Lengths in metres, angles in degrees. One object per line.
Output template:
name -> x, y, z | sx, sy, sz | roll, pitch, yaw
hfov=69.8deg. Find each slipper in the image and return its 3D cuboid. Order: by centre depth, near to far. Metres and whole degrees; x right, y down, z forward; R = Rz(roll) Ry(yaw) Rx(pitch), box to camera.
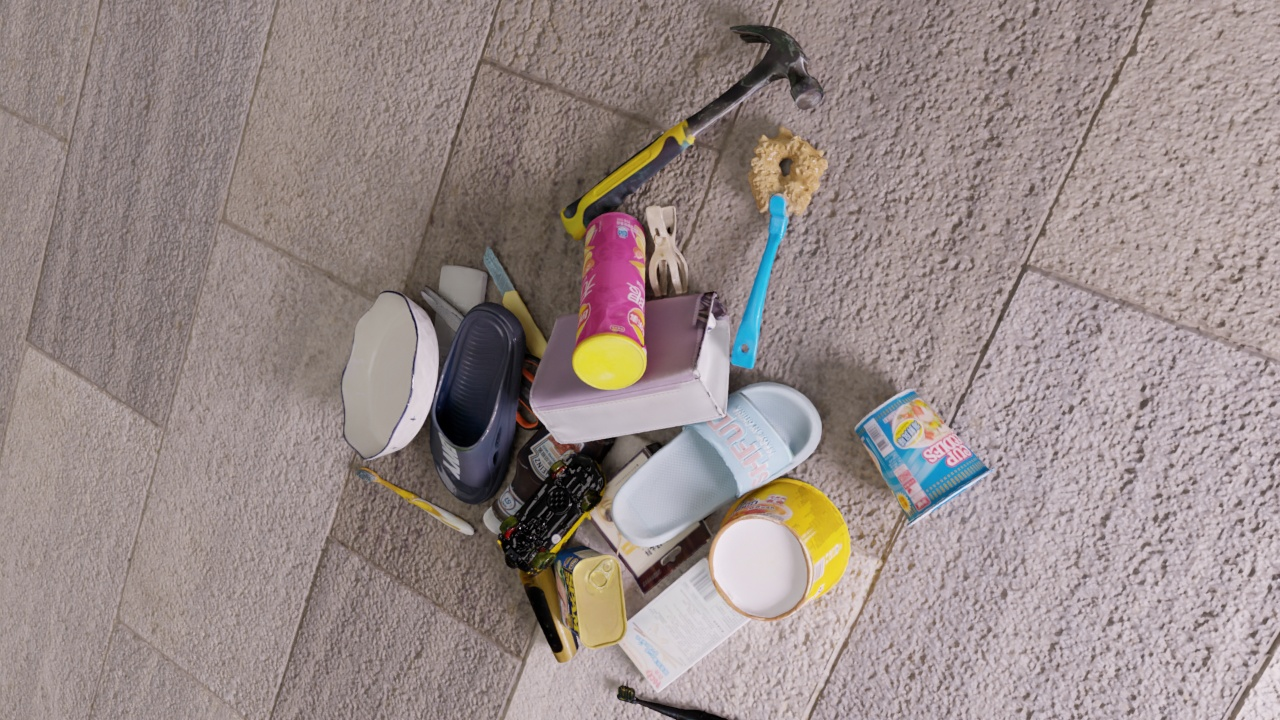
slipper -> 0.073, 0.106, 0.963 | 0.245, 0.074, 0.104 | -35, 73, 0
slipper -> -0.209, 0.060, 1.087 | 0.111, 0.083, 0.269 | 26, 117, 20

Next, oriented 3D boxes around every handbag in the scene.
handbag -> -0.006, 0.006, 0.991 | 0.197, 0.098, 0.144 | -10, 49, 23

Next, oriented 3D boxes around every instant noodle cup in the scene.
instant noodle cup -> 0.269, 0.091, 0.900 | 0.099, 0.099, 0.110 | -41, 71, 21
instant noodle cup -> 0.138, 0.201, 0.952 | 0.138, 0.109, 0.138 | 2, 96, 24

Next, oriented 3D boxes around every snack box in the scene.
snack box -> 0.011, 0.177, 1.035 | 0.113, 0.053, 0.125 | -44, 78, 20
snack box -> 0.050, 0.298, 1.043 | 0.157, 0.026, 0.084 | -45, 77, 20

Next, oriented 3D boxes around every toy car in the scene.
toy car -> -0.097, 0.173, 1.040 | 0.071, 0.041, 0.156 | 40, 95, 20

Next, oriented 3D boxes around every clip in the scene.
clip -> 0.028, -0.122, 1.013 | 0.035, 0.071, 0.100 | -7, 97, 25

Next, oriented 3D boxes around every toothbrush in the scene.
toothbrush -> 0.069, 0.410, 1.044 | 0.213, 0.026, 0.027 | 11, 111, 23
toothbrush -> -0.294, 0.182, 1.187 | 0.191, 0.018, 0.016 | 24, 105, 20

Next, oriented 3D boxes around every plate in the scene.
plate -> -0.307, 0.019, 1.123 | 0.205, 0.045, 0.204 | -17, 67, 47

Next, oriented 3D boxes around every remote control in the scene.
remote control -> -0.226, -0.042, 1.137 | 0.058, 0.021, 0.150 | 12, 100, 14

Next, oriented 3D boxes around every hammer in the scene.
hammer -> 0.038, -0.238, 0.992 | 0.324, 0.031, 0.126 | -33, 61, 27

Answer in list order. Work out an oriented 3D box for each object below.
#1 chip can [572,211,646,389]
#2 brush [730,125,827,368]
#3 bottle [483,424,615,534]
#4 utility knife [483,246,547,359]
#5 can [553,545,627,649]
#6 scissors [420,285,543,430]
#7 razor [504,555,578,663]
chip can -> -0.029, -0.068, 0.955 | 0.071, 0.210, 0.071 | 0, 133, 0
brush -> 0.133, -0.117, 0.959 | 0.083, 0.045, 0.254 | 14, 94, 20
bottle -> -0.117, 0.135, 1.094 | 0.195, 0.044, 0.080 | -46, 76, 21
utility knife -> -0.137, -0.044, 1.101 | 0.031, 0.022, 0.210 | -33, 88, 21
can -> -0.060, 0.268, 1.051 | 0.083, 0.057, 0.102 | 175, 88, -68
scissors -> -0.173, -0.021, 1.099 | 0.142, 0.021, 0.235 | -27, 94, 31
razor -> -0.116, 0.280, 1.097 | 0.062, 0.067, 0.167 | -18, 93, 32
